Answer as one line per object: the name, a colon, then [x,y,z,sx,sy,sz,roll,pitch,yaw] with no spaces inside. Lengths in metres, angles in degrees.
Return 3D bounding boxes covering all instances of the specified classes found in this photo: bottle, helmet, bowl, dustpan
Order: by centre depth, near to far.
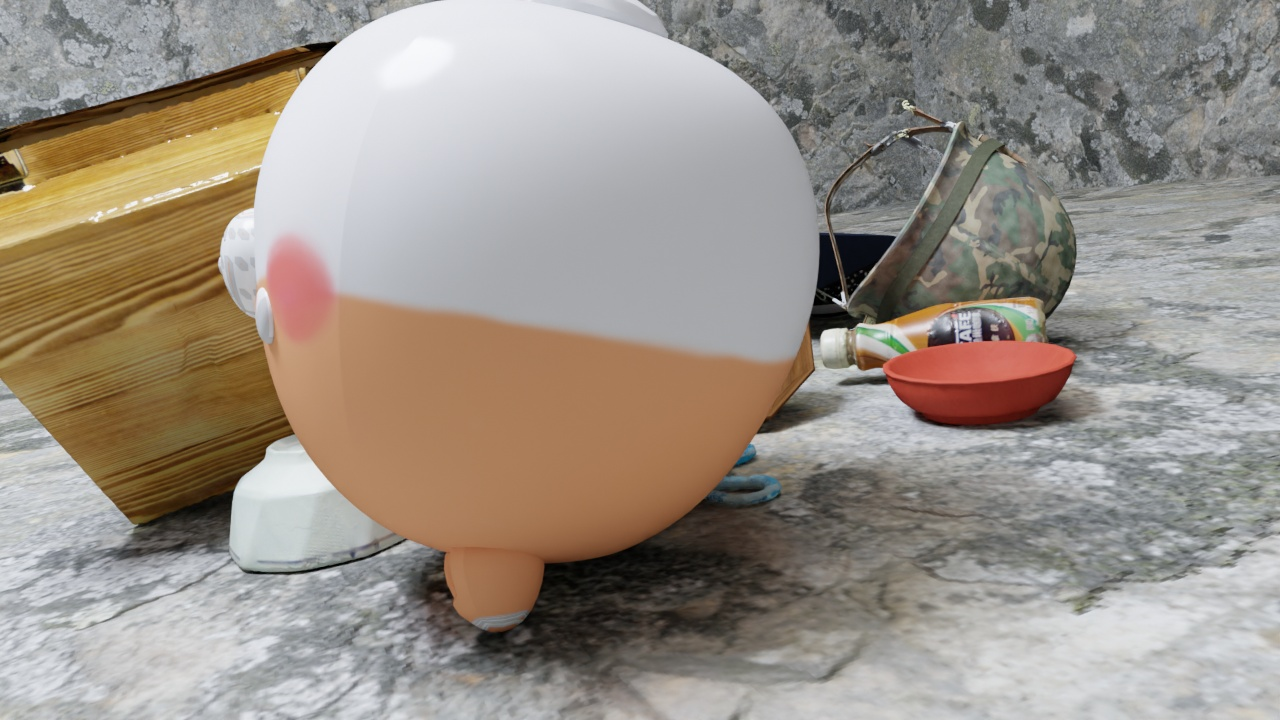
bowl: [-0.189,0.075,0.549,0.117,0.061,0.117,-7,11,1]
bowl: [0.228,0.016,0.620,0.122,0.035,0.122,-8,11,1]
bottle: [0.226,-0.014,0.715,0.167,0.059,0.059,-4,12,22]
helmet: [0.256,-0.109,0.813,0.236,0.193,0.224,31,9,7]
dustpan: [0.113,-0.120,1.001,0.272,0.080,0.237,-26,19,-26]
bowl: [0.221,-0.086,1.081,0.120,0.066,0.120,-8,11,1]

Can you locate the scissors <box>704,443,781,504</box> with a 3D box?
scissors: [0.023,0.070,0.561,0.137,0.012,0.127,-6,11,20]

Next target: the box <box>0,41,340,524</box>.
box: [-0.275,-0.082,0.632,0.279,0.259,0.220,-19,45,-7]

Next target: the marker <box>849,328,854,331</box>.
marker: [0.239,-0.032,0.904,0.144,0.021,0.023,-18,22,-42]

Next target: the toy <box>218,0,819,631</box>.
toy: [-0.057,-0.030,0.440,0.265,0.281,0.263,10,5,-20]

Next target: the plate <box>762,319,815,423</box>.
plate: [0.066,0.004,0.689,0.131,0.025,0.131,-8,48,8]
